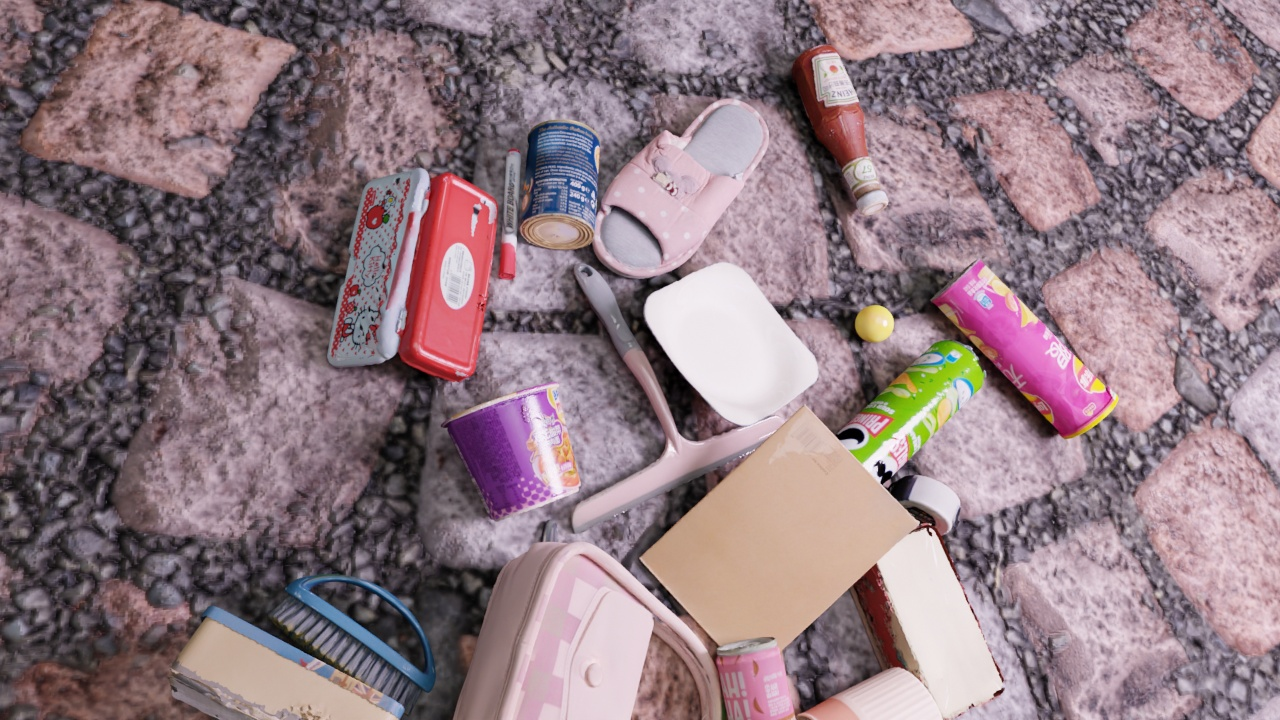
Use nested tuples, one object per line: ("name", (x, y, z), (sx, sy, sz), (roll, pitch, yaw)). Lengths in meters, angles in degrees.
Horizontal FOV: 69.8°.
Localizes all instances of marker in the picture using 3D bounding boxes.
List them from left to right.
("marker", (-0.132, -0.150, 0.932), (0.017, 0.017, 0.145), (5, 69, -14))

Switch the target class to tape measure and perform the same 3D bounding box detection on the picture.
("tape measure", (0.281, 0.144, 0.910), (0.066, 0.066, 0.033), (32, 63, -2))

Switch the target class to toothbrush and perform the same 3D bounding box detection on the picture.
("toothbrush", (-0.087, 0.228, 0.803), (0.015, 0.018, 0.180), (8, 67, -10))

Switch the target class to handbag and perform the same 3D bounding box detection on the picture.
("handbag", (-0.027, 0.276, 0.765), (0.234, 0.094, 0.192), (31, 58, -22))

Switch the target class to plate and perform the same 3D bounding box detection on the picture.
("plate", (0.086, -0.014, 0.915), (0.163, 0.034, 0.164), (-28, 76, -41))

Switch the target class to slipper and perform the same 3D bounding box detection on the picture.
("slipper", (0.051, -0.192, 0.978), (0.114, 0.055, 0.273), (41, 64, 2))

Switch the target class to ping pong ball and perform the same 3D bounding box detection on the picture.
("ping pong ball", (0.251, -0.039, 0.984), (0.040, 0.040, 0.040), (5, 69, -14))

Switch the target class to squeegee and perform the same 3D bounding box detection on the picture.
("squeegee", (-0.005, 0.005, 0.898), (0.247, 0.040, 0.249), (-23, 77, -22))

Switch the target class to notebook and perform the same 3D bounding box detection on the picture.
("notebook", (0.126, 0.165, 0.840), (0.211, 0.012, 0.149), (-43, 84, 0))

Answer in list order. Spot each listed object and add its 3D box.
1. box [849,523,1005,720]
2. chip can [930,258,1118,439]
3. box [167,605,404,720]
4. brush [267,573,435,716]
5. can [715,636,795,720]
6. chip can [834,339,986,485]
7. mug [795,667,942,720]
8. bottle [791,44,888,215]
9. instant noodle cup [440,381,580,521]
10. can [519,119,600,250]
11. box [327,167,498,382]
("box", (0.265, 0.245, 0.862), (0.091, 0.076, 0.168), (-15, 74, -21))
("chip can", (0.417, -0.013, 1.005), (0.071, 0.072, 0.210), (-41, 84, -25))
("box", (-0.274, 0.255, 0.697), (0.184, 0.090, 0.060), (32, 52, -4))
("brush", (-0.225, 0.221, 0.744), (0.144, 0.055, 0.073), (35, 65, 0))
("can", (0.106, 0.318, 0.790), (0.057, 0.058, 0.147), (-8, 79, -18))
("chip can", (0.253, 0.069, 0.928), (0.235, 0.072, 0.072), (-37, 83, -25))
("mug", (0.205, 0.344, 0.812), (0.105, 0.082, 0.114), (-19, 103, -23))
("bottle", (0.232, -0.263, 1.053), (0.059, 0.060, 0.206), (-12, 73, -20))
("instant noodle cup", (-0.106, 0.082, 0.806), (0.111, 0.112, 0.099), (-20, 85, -22))
("can", (-0.080, -0.174, 0.923), (0.075, 0.075, 0.111), (7, 69, -13))
("box", (-0.215, -0.079, 0.871), (0.118, 0.098, 0.201), (26, 59, -41))
